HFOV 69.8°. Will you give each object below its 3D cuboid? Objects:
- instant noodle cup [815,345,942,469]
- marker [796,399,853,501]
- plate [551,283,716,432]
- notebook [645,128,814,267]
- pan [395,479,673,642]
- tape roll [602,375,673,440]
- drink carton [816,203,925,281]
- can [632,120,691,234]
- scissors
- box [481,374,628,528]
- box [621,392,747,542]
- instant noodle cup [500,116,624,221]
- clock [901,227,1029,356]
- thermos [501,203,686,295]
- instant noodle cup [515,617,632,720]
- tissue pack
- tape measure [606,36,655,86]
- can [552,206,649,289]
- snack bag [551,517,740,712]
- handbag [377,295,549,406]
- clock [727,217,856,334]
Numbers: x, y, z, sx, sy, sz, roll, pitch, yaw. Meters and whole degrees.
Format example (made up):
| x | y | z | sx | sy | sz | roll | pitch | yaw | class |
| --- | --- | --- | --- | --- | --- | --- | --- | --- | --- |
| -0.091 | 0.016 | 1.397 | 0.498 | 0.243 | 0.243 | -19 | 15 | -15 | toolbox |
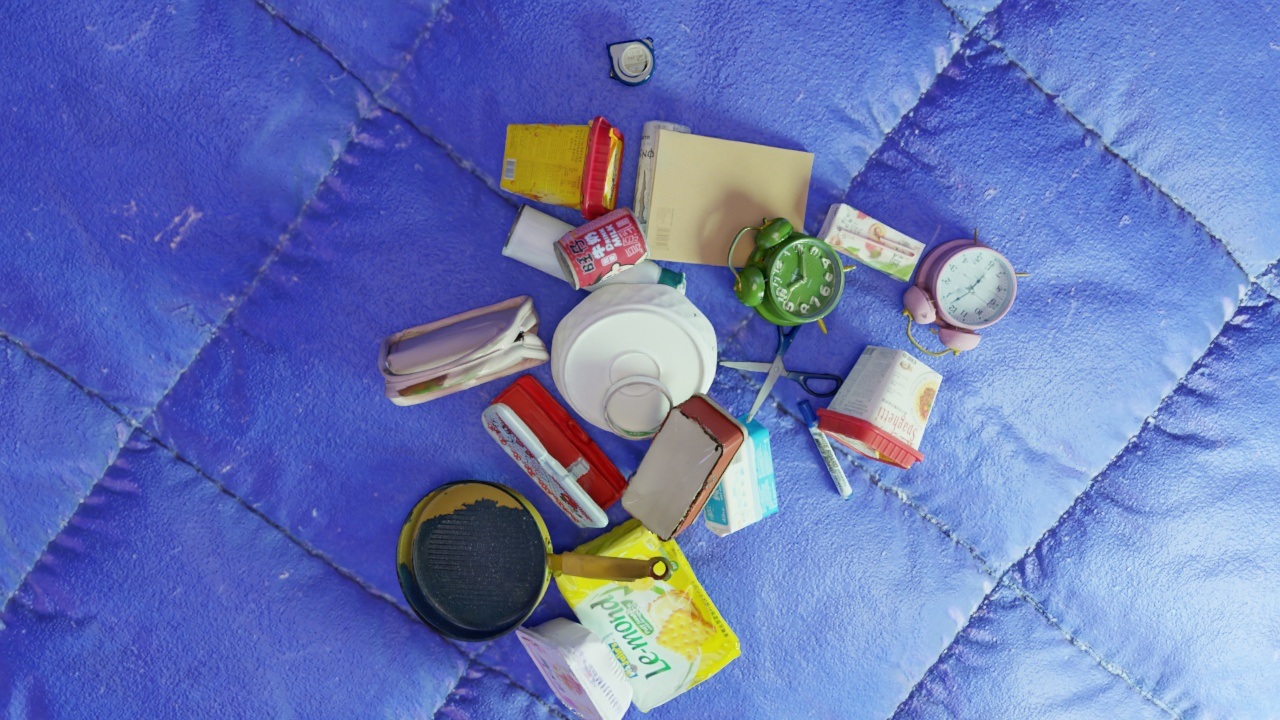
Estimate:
| x | y | z | sx | sy | sz | roll | pitch | yaw | class |
| --- | --- | --- | --- | --- | --- | --- | --- | --- | --- |
| 0.300 | 0.054 | 1.133 | 0.116 | 0.117 | 0.124 | 29 | 84 | -22 | instant noodle cup |
| 0.240 | 0.117 | 1.187 | 0.017 | 0.017 | 0.146 | -27 | 100 | 1 | marker |
| -0.007 | 0.006 | 1.106 | 0.205 | 0.045 | 0.205 | -1 | 120 | -1 | plate |
| 0.107 | -0.187 | 1.101 | 0.211 | 0.012 | 0.149 | 3 | 100 | -23 | notebook |
| -0.131 | 0.242 | 1.102 | 0.358 | 0.078 | 0.197 | -2 | 88 | 13 | pan |
| -0.003 | 0.058 | 1.101 | 0.086 | 0.013 | 0.086 | -1 | 121 | -2 | tape roll |
| 0.285 | -0.146 | 1.134 | 0.122 | 0.045 | 0.053 | 25 | 95 | -7 | drink carton |
| 0.023 | -0.210 | 1.101 | 0.058 | 0.058 | 0.147 | 7 | 98 | -5 | can |
| 0.182 | 0.008 | 1.153 | 0.162 | 0.012 | 0.173 | 28 | 83 | -16 | scissors |
| -0.107 | 0.120 | 1.125 | 0.095 | 0.098 | 0.201 | -40 | 100 | 4 | box |
| 0.044 | 0.129 | 1.085 | 0.091 | 0.077 | 0.169 | 39 | 123 | 19 | box |
| -0.091 | -0.226 | 1.071 | 0.124 | 0.116 | 0.116 | 9 | 98 | 7 | instant noodle cup |
| 0.395 | -0.077 | 1.145 | 0.117 | 0.059 | 0.158 | 38 | 97 | -8 | clock |
| -0.052 | -0.112 | 1.109 | 0.224 | 0.073 | 0.073 | 23 | 97 | -7 | thermos |
| -0.076 | 0.384 | 1.144 | 0.060 | 0.174 | 0.138 | -35 | 100 | -24 | instant noodle cup |
| 0.118 | 0.144 | 1.149 | 0.089 | 0.063 | 0.140 | -17 | 102 | -35 | tissue pack |
| -0.010 | -0.355 | 1.093 | 0.058 | 0.025 | 0.054 | -8 | 101 | 2 | tape measure |
| -0.045 | -0.126 | 1.040 | 0.093 | 0.066 | 0.066 | -26 | 100 | -10 | can |
| 0.010 | 0.318 | 1.178 | 0.158 | 0.068 | 0.246 | -31 | 98 | 0 | snack bag |
| -0.206 | -0.002 | 1.030 | 0.193 | 0.234 | 0.093 | -18 | 98 | -1 | handbag |
| 0.175 | -0.105 | 1.105 | 0.161 | 0.056 | 0.116 | 24 | 87 | -20 | clock |
